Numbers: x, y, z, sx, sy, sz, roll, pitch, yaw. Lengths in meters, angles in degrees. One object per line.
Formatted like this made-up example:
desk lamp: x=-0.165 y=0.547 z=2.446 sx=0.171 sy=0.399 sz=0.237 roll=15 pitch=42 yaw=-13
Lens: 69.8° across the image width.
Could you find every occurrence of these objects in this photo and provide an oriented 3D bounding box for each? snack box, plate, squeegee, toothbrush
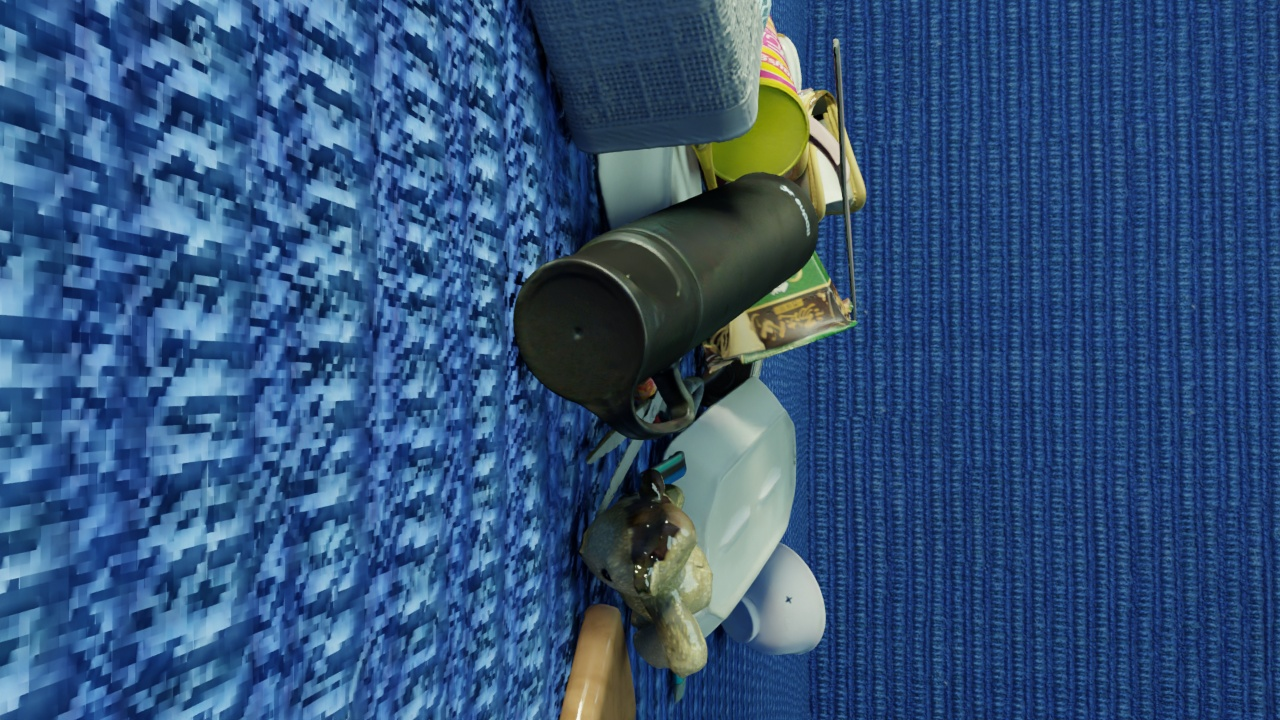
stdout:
snack box: x=0.091 y=-0.063 z=0.695 sx=0.118 sy=0.118 sz=0.105 roll=-49 pitch=119 yaw=-76
plate: x=0.074 y=0.111 z=0.703 sx=0.265 sy=0.034 sz=0.162 roll=-29 pitch=119 yaw=-61
plate: x=0.014 y=-0.094 z=0.575 sx=0.163 sy=0.034 sz=0.164 roll=-71 pitch=156 yaw=-55
snack box: x=0.095 y=-0.023 z=0.824 sx=0.113 sy=0.053 sz=0.126 roll=-31 pitch=132 yaw=-76
squeegee: x=0.128 y=-0.194 z=0.768 sx=0.249 sy=0.040 sz=0.248 roll=-119 pitch=-171 yaw=-47
toothbrush: x=0.033 y=-0.133 z=0.546 sx=0.191 sy=0.016 sz=0.018 roll=65 pitch=34 yaw=-56

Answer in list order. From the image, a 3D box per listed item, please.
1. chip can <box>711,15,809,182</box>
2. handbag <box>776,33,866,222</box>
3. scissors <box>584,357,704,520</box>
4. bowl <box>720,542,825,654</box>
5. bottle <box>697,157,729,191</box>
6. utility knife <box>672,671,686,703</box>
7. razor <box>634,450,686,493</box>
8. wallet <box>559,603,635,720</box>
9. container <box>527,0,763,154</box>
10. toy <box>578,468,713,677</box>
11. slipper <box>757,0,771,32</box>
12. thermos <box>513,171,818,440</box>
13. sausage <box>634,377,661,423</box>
chip can: x=0.071 y=-0.208 z=0.657 sx=0.210 sy=0.071 sz=0.071 roll=-90 pitch=171 yaw=-50
handbag: x=0.127 y=-0.215 z=0.877 sx=0.163 sy=0.063 sz=0.179 roll=17 pitch=-51 yaw=66
scissors: x=0.009 y=0.025 z=0.522 sx=0.175 sy=0.014 sz=0.159 roll=38 pitch=65 yaw=-70
bowl: x=0.115 y=0.241 z=0.900 sx=0.064 sy=0.118 sz=0.118 roll=-12 pitch=105 yaw=-37
bottle: x=0.087 y=-0.153 z=0.834 sx=0.175 sy=0.057 sz=0.057 roll=65 pitch=28 yaw=-60
utility knife: x=0.031 y=0.173 z=0.683 sx=0.029 sy=0.013 sz=0.157 roll=16 pitch=74 yaw=-76
razor: x=0.009 y=0.125 z=0.575 sx=0.042 sy=0.022 sz=0.143 roll=-24 pitch=121 yaw=-42
wallet: x=-0.022 y=0.193 z=0.452 sx=0.115 sy=0.020 sz=0.101 roll=81 pitch=17 yaw=-44
container: x=0.000 y=-0.167 z=0.405 sx=0.114 sy=0.090 sz=0.090 roll=65 pitch=27 yaw=-53
toy: x=0.006 y=0.119 z=0.492 sx=0.157 sy=0.066 sz=0.105 roll=82 pitch=7 yaw=-55
slipper: x=0.004 y=-0.251 z=0.465 sx=0.245 sy=0.074 sz=0.103 roll=53 pitch=37 yaw=-43
thermos: x=0.029 y=-0.035 z=0.460 sx=0.241 sy=0.069 sz=0.090 roll=-37 pitch=108 yaw=-58
sausage: x=-0.003 y=0.003 z=0.532 sx=0.156 sy=0.020 sz=0.020 roll=69 pitch=25 yaw=-56
